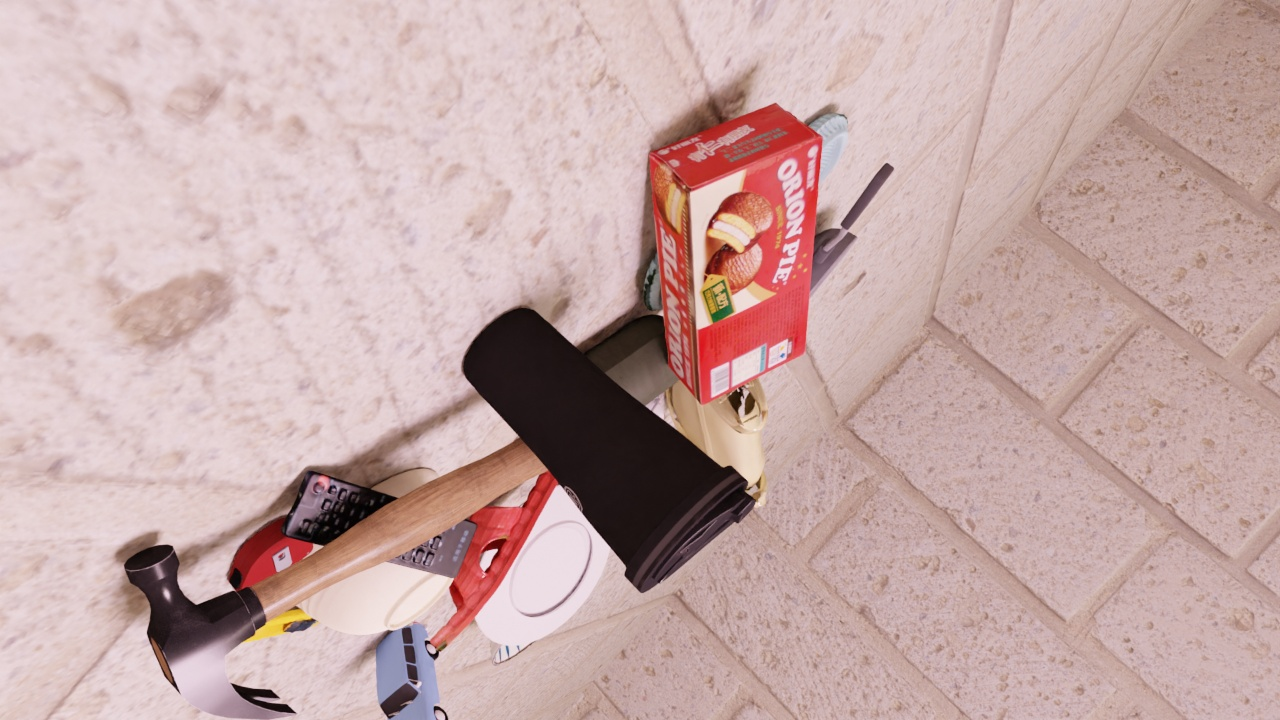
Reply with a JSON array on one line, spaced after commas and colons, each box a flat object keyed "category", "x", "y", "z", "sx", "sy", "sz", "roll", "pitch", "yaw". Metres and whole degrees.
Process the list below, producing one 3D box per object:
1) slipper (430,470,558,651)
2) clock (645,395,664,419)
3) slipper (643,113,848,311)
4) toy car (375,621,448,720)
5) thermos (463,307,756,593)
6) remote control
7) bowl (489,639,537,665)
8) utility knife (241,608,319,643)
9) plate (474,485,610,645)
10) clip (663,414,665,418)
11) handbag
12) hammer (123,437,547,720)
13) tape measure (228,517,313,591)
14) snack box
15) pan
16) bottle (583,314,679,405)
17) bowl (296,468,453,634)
[{"category": "slipper", "x": -0.139, "y": 0.164, "z": 0.897, "sx": 0.248, "sy": 0.059, "sz": 0.104, "roll": -58, "pitch": -178, "yaw": -19}, {"category": "clock", "x": -0.020, "y": 0.092, "z": 0.997, "sx": 0.138, "sy": 0.048, "sz": 0.096, "roll": -49, "pitch": -177, "yaw": 36}, {"category": "slipper", "x": 0.112, "y": -0.126, "z": 0.845, "sx": 0.275, "sy": 0.069, "sz": 0.116, "roll": -42, "pitch": 165, "yaw": -17}, {"category": "toy car", "x": -0.240, "y": 0.340, "z": 0.948, "sx": 0.056, "sy": 0.153, "sz": 0.055, "roll": -41, "pitch": 127, "yaw": 11}, {"category": "thermos", "x": -0.030, "y": 0.058, "z": 0.656, "sx": 0.105, "sy": 0.218, "sz": 0.106, "roll": -42, "pitch": 162, "yaw": -17}, {"category": "remote control", "x": -0.184, "y": 0.119, "z": 0.658, "sx": 0.150, "sy": 0.022, "sz": 0.047, "roll": 31, "pitch": 78, "yaw": -45}, {"category": "bowl", "x": -0.145, "y": 0.305, "z": 1.189, "sx": 0.177, "sy": 0.071, "sz": 0.177, "roll": -41, "pitch": 162, "yaw": -17}, {"category": "utility knife", "x": -0.282, "y": 0.213, "z": 0.759, "sx": 0.030, "sy": 0.019, "sz": 0.217, "roll": -39, "pitch": 167, "yaw": 7}, {"category": "plate", "x": -0.106, "y": 0.243, "z": 1.074, "sx": 0.208, "sy": 0.015, "sz": 0.209, "roll": -24, "pitch": 125, "yaw": -38}, {"category": "clip", "x": 0.013, "y": 0.075, "z": 1.119, "sx": 0.061, "sy": 0.049, "sz": 0.026, "roll": 25, "pitch": 109, "yaw": -43}, {"category": "handbag", "x": 0.098, "y": 0.055, "z": 1.052, "sx": 0.088, "sy": 0.190, "sz": 0.233, "roll": -26, "pitch": 146, "yaw": -9}, {"category": "hammer", "x": -0.172, "y": 0.124, "z": 0.630, "sx": 0.304, "sy": 0.040, "sz": 0.132, "roll": -27, "pitch": 116, "yaw": -39}, {"category": "tape measure", "x": -0.255, "y": 0.135, "z": 0.633, "sx": 0.058, "sy": 0.019, "sz": 0.052, "roll": -36, "pitch": 160, "yaw": -32}, {"category": "snack box", "x": 0.077, "y": -0.077, "z": 0.737, "sx": 0.113, "sy": 0.060, "sz": 0.237, "roll": -26, "pitch": 141, "yaw": -16}, {"category": "pan", "x": 0.202, "y": -0.121, "z": 1.026, "sx": 0.178, "sy": 0.041, "sz": 0.358, "roll": -48, "pitch": 173, "yaw": -20}, {"category": "bottle", "x": -0.005, "y": 0.005, "z": 0.848, "sx": 0.206, "sy": 0.071, "sz": 0.072, "roll": -35, "pitch": 160, "yaw": -33}, {"category": "bowl", "x": -0.200, "y": 0.167, "z": 0.743, "sx": 0.150, "sy": 0.075, "sz": 0.151, "roll": -42, "pitch": 163, "yaw": -16}]
